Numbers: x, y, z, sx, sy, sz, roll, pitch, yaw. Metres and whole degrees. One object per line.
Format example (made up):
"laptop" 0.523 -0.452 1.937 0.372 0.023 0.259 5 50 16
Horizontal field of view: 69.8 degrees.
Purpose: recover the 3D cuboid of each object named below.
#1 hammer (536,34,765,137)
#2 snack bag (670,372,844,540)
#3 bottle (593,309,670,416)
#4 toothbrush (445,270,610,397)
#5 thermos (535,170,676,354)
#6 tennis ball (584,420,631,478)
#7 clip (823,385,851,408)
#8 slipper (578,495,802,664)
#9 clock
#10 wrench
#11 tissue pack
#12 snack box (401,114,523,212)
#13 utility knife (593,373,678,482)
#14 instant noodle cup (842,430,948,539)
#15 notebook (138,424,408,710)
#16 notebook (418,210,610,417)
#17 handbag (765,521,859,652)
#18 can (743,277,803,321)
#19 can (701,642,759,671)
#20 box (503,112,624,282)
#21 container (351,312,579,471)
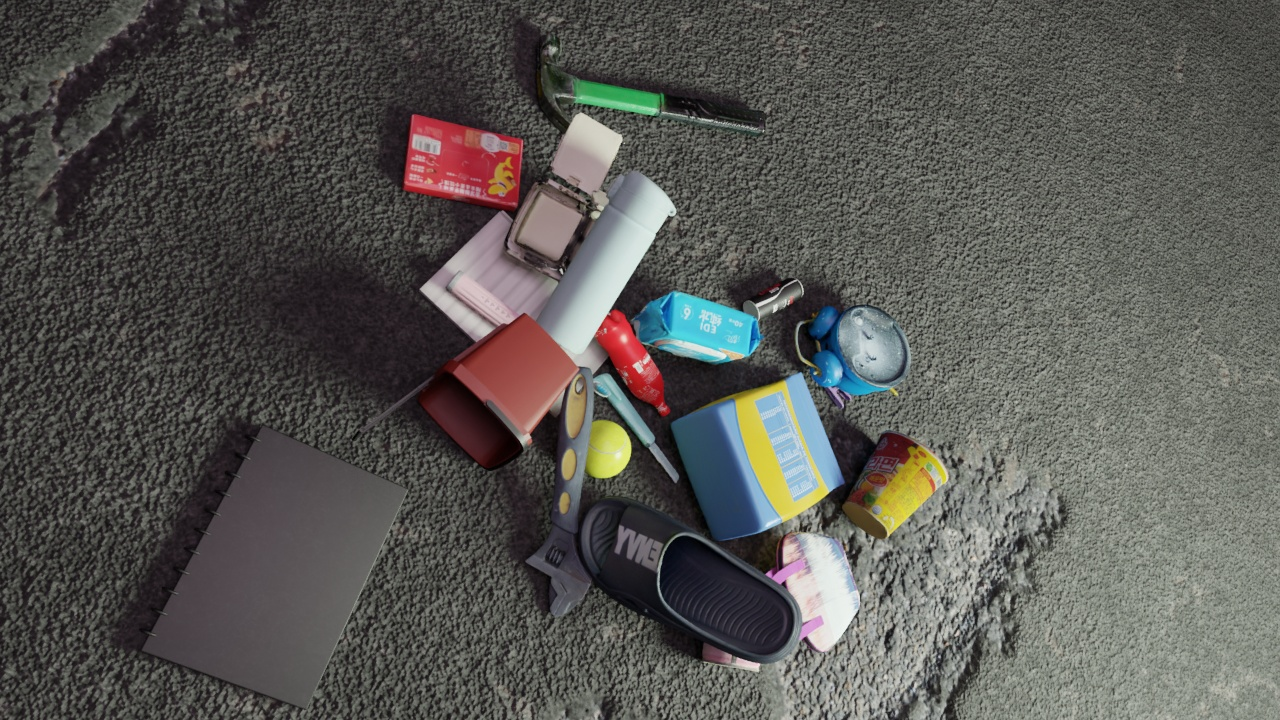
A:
"hammer" 0.021 -0.330 1.190 0.318 0.032 0.130 3 75 -23
"snack bag" 0.157 0.109 1.109 0.204 0.103 0.159 -17 84 -39
"bottle" -0.006 0.006 1.082 0.041 0.042 0.141 -41 107 -26
"toothbrush" -0.123 -0.026 1.043 0.222 0.026 0.027 37 80 -11
"thermos" -0.040 -0.110 1.023 0.078 0.065 0.207 31 99 -5
"tennis ball" -0.043 0.100 1.035 0.065 0.065 0.065 6 75 -22
"clip" 0.255 0.039 1.211 0.052 0.013 0.036 48 63 -3
"slipper" 0.042 0.232 0.972 0.268 0.083 0.110 25 80 20
"clock" 0.275 -0.015 1.199 0.161 0.060 0.116 14 64 -19
"wrench" -0.078 0.142 0.995 0.073 0.022 0.273 7 91 5
"tissue pack" 0.064 -0.036 1.102 0.144 0.093 0.061 17 78 -19
"snack box" -0.206 -0.229 1.070 0.132 0.021 0.089 9 74 -22
"utility knife" -0.001 0.079 1.086 0.022 0.015 0.158 -38 91 -26
"instant noodle cup" 0.316 0.162 1.166 0.100 0.100 0.112 46 73 -7
"notebook" -0.355 0.199 0.902 0.169 0.019 0.231 28 68 -16
"notebook" -0.131 -0.056 1.068 0.210 0.009 0.142 44 65 -8
"handbag" 0.177 0.270 1.050 0.169 0.068 0.144 -10 80 -53
"can" 0.173 -0.079 1.193 0.080 0.032 0.031 -28 89 -27
"can" 0.107 0.311 1.048 0.067 0.067 0.076 16 72 -19
"box" -0.067 -0.174 1.083 0.145 0.101 0.186 28 85 -18
"container" -0.174 0.055 0.943 0.127 0.148 0.200 47 60 -6
